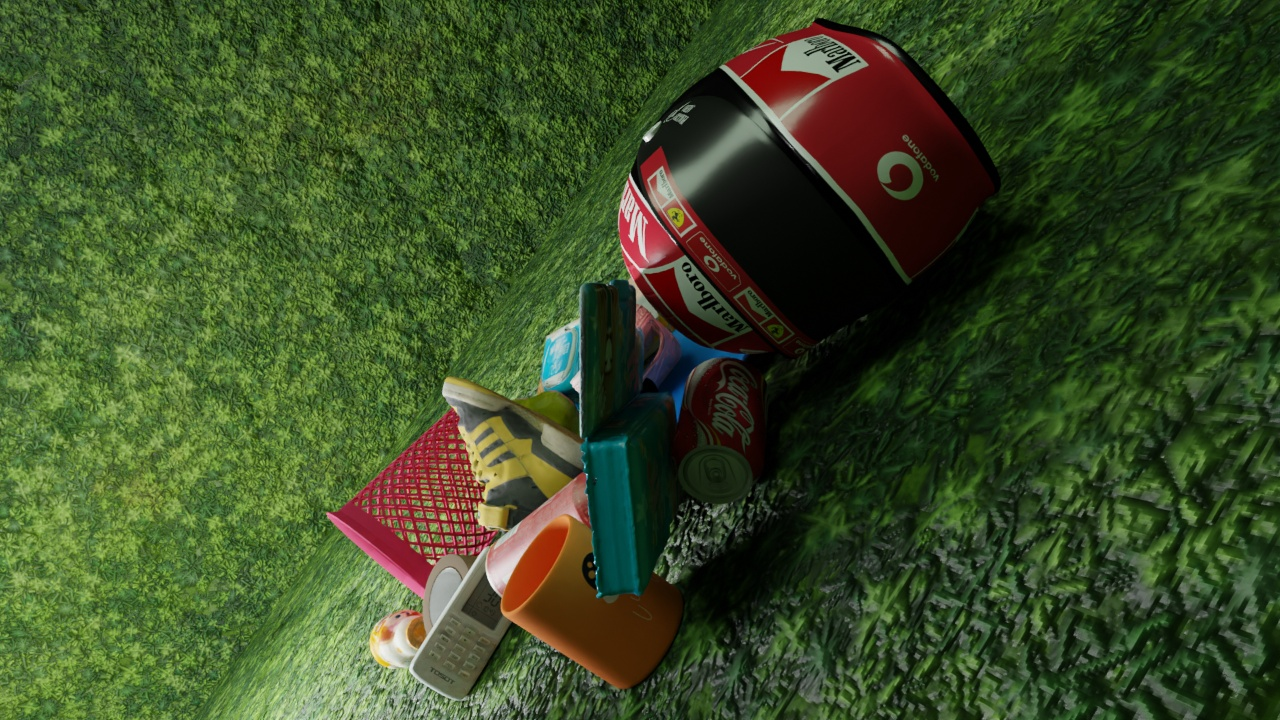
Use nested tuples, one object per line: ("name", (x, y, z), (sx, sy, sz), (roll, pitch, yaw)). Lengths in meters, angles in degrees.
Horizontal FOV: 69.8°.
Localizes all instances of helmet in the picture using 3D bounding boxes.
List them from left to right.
("helmet", (0.094, -0.109, 0.651), (0.225, 0.197, 0.270), (-40, 17, 14))

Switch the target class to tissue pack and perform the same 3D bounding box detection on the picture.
("tissue pack", (-0.071, 0.002, 1.056), (0.145, 0.061, 0.092), (-25, 53, 55))

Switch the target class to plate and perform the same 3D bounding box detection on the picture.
("plate", (0.049, 0.015, 0.846), (0.225, 0.024, 0.224), (-48, 15, 18))

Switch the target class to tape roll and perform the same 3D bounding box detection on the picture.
("tape roll", (-0.184, 0.244, 0.930), (0.094, 0.030, 0.093), (-19, 64, 45))

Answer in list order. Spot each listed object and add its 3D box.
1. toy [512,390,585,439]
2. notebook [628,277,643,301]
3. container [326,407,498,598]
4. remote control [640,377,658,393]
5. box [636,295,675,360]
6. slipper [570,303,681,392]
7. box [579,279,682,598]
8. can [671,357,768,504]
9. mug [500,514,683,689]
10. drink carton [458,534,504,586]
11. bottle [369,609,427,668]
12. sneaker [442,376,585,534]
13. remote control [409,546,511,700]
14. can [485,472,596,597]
("toy", (-0.113, 0.072, 1.041), (0.110, 0.090, 0.051), (7, 37, 27))
("notebook", (-0.021, -0.058, 1.239), (0.170, 0.022, 0.209), (-42, 18, 39))
("container", (-0.228, 0.157, 1.108), (0.225, 0.183, 0.184), (-51, 13, -22))
("remote control", (-0.004, 0.077, 0.754), (0.020, 0.041, 0.151), (1, 42, 14))
("box", (-0.021, -0.007, 1.086), (0.210, 0.044, 0.065), (-42, 37, 43))
("slipper", (-0.005, 0.005, 0.864), (0.094, 0.064, 0.239), (-50, -2, 1))
("box", (-0.005, 0.035, 0.614), (0.226, 0.039, 0.182), (-33, -61, -81))
("can", (0.059, 0.049, 0.661), (0.064, 0.064, 0.104), (-44, 17, 31))
("mug", (-0.033, 0.155, 0.632), (0.078, 0.096, 0.112), (-49, 15, 16))
("drink carton", (-0.168, 0.233, 0.977), (0.129, 0.038, 0.044), (-43, 18, 32))
("bottle", (-0.264, 0.314, 1.038), (0.109, 0.063, 0.063), (-34, 24, 52))
("sneaker", (-0.140, 0.105, 0.945), (0.239, 0.086, 0.122), (23, 84, 40))
("remote control", (-0.158, 0.248, 0.870), (0.138, 0.060, 0.025), (-58, 12, -19))
("can", (-0.069, 0.154, 0.800), (0.171, 0.067, 0.067), (-42, 18, 37))
